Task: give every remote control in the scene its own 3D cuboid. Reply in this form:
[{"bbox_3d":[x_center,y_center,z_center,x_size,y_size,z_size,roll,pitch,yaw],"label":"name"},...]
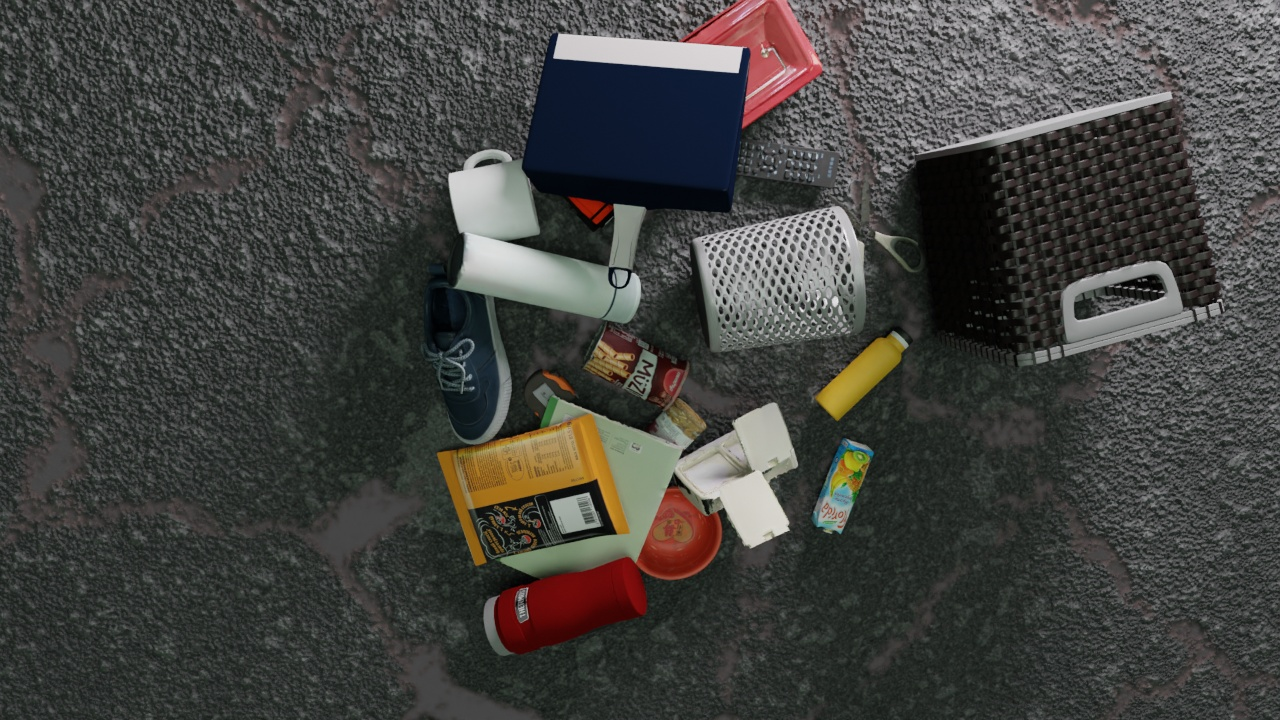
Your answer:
[{"bbox_3d":[0.172,-0.249,1.152,0.150,0.022,0.047,8,102,-5],"label":"remote control"}]

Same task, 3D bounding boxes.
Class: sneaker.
[{"bbox_3d":[-0.221,-0.004,1.127,0.089,0.087,0.235,-2,101,20],"label":"sneaker"}]

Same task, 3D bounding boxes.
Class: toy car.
[{"bbox_3d":[-0.072,-0.209,1.124,0.051,0.048,0.100,-43,102,5],"label":"toy car"}]

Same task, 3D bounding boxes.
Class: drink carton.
[{"bbox_3d":[0.272,0.171,1.240,0.044,0.038,0.129,18,100,-8],"label":"drink carton"}]

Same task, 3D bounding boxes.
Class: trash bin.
[{"bbox_3d":[0.161,-0.094,1.117,0.183,0.156,0.156,-10,103,0],"label":"trash bin"}]

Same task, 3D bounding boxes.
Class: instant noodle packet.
[{"bbox_3d":[-0.139,0.168,1.176,0.221,0.032,0.160,-15,99,15],"label":"instant noodle packet"}]

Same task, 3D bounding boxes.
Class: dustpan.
[{"bbox_3d":[-0.008,-0.223,1.053,0.236,0.080,0.273,8,79,11],"label":"dustpan"}]

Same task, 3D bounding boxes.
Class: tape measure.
[{"bbox_3d":[-0.120,0.042,1.180,0.058,0.038,0.059,-36,103,3],"label":"tape measure"}]

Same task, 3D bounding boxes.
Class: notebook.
[{"bbox_3d":[-0.073,0.189,1.193,0.182,0.010,0.253,22,108,3],"label":"notebook"}]

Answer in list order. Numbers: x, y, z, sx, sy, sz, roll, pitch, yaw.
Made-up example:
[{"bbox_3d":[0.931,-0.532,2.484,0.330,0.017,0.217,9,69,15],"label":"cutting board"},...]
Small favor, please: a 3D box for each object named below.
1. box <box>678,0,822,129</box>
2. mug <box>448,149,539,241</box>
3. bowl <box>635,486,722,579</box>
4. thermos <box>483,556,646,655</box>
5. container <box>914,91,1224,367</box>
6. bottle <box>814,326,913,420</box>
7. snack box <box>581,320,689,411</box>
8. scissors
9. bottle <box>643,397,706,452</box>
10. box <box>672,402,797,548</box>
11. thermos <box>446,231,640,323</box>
[{"bbox_3d":[0.118,-0.352,1.095,0.157,0.087,0.129,-34,102,-1],"label":"box"},{"bbox_3d":[-0.177,-0.201,1.104,0.090,0.091,0.121,-12,70,-2],"label":"mug"},{"bbox_3d":[0.042,0.224,1.229,0.130,0.045,0.130,-1,102,-5],"label":"bowl"},{"bbox_3d":[-0.093,0.325,1.191,0.199,0.083,0.108,-20,135,13],"label":"thermos"},{"bbox_3d":[0.485,-0.156,1.086,0.247,0.245,0.244,-15,99,-2],"label":"container"},{"bbox_3d":[0.296,0.015,1.206,0.144,0.043,0.043,-44,102,5],"label":"bottle"},{"bbox_3d":[-0.007,0.007,1.165,0.121,0.072,0.072,27,98,-10],"label":"snack box"},{"bbox_3d":[0.295,-0.151,1.187,0.171,0.012,0.157,23,98,-9],"label":"scissors"},{"bbox_3d":[0.031,0.104,1.196,0.056,0.056,0.105,43,96,-12],"label":"bottle"},{"bbox_3d":[0.128,0.121,1.121,0.143,0.187,0.105,-28,122,-15],"label":"box"},{"bbox_3d":[-0.112,-0.097,1.100,0.229,0.068,0.068,10,102,-27],"label":"thermos"}]
